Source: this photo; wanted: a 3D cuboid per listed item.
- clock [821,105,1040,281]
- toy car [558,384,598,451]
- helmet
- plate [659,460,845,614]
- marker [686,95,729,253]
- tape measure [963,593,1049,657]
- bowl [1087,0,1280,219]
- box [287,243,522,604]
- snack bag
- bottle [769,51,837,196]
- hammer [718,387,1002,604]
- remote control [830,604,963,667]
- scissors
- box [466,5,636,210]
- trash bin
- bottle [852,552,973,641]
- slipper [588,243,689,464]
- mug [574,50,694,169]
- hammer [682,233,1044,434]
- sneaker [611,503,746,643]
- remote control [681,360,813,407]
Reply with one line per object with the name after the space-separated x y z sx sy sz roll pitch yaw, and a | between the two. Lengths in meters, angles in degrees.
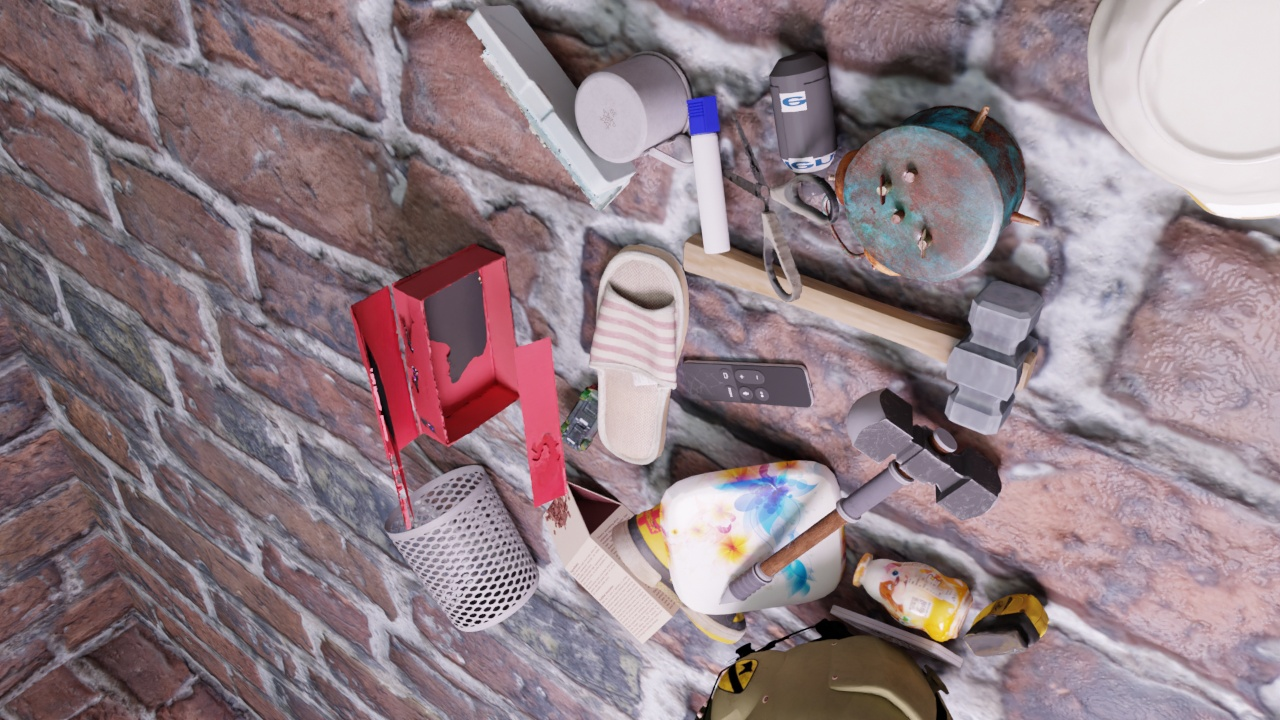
0.205 -0.119 0.696 0.158 0.073 0.121 -17 107 47 | clock
-0.061 0.067 1.080 0.042 0.036 0.091 36 125 5 | toy car
0.200 0.382 0.905 0.250 0.254 0.234 51 142 -5 | helmet
0.119 0.191 0.950 0.187 0.016 0.187 -9 118 4 | plate
0.061 -0.161 0.803 0.027 0.023 0.133 17 119 60 | marker
0.338 0.241 0.845 0.037 0.064 0.066 57 147 3 | tape measure
0.357 -0.176 0.535 0.189 0.060 0.219 4 122 39 | bowl
-0.260 0.043 0.992 0.124 0.376 0.212 10 125 16 | box
-0.036 0.247 1.163 0.206 0.069 0.095 43 137 9 | snack bag
0.132 -0.186 0.731 0.047 0.046 0.112 9 124 36 | bottle
0.172 0.161 0.873 0.156 0.042 0.323 34 128 -11 | hammer
0.258 0.281 0.938 0.050 0.011 0.136 35 164 -31 | remote control
0.111 -0.127 0.755 0.158 0.012 0.170 4 114 65 | scissors
-0.089 -0.234 0.868 0.197 0.078 0.122 53 157 -1 | box
-0.245 0.268 1.299 0.157 0.156 0.183 -10 114 44 | trash bin
0.265 0.227 0.898 0.109 0.063 0.063 24 132 28 | bottle
-0.006 0.006 0.968 0.115 0.052 0.263 22 126 24 | slipper
0.002 -0.210 0.807 0.113 0.070 0.085 52 138 1 | mug
0.175 -0.047 0.795 0.323 0.051 0.117 24 132 30 | hammer
0.082 0.229 1.044 0.122 0.086 0.238 -36 126 13 | sneaker
0.106 0.023 0.928 0.147 0.008 0.045 3 120 39 | remote control
